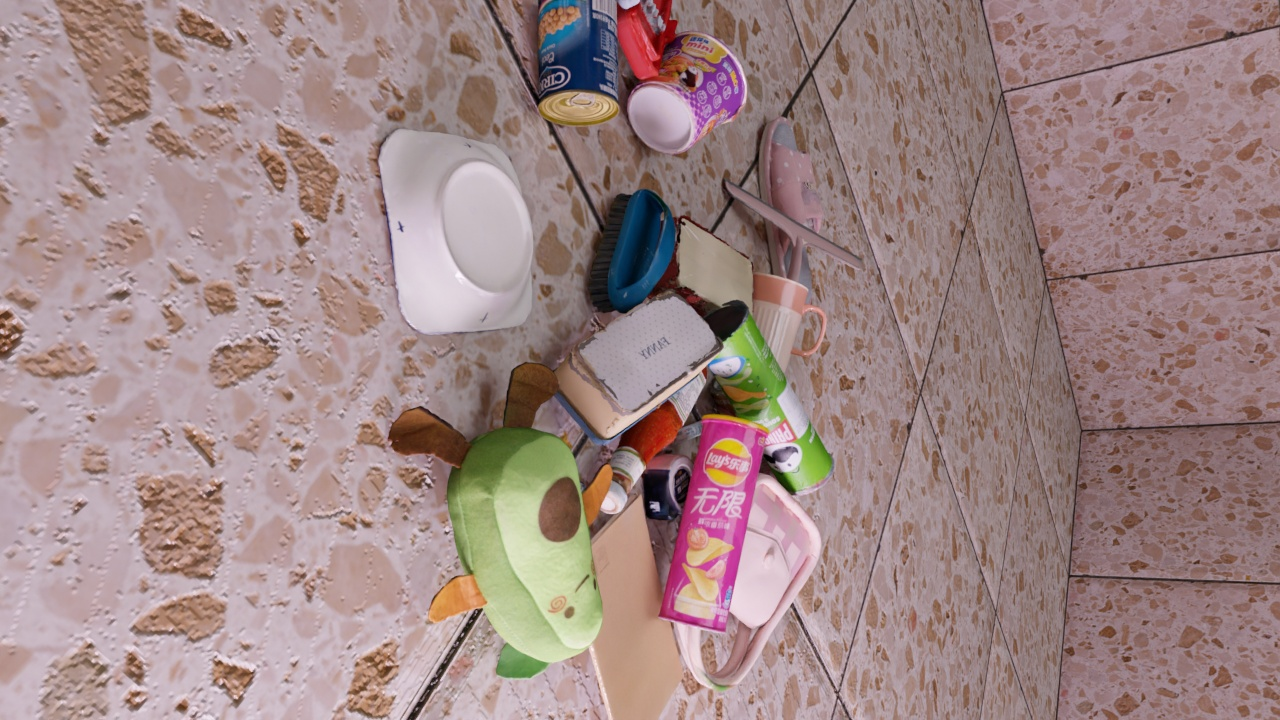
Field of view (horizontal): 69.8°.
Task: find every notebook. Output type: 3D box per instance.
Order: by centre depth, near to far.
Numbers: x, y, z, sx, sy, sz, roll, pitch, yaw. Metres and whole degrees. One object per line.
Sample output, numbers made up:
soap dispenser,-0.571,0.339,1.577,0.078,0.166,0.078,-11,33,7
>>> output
notebook,-0.009,0.254,0.879,0.149,0.012,0.211,-37,117,-61

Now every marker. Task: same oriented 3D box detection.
marker,0.039,0.084,0.996,0.145,0.017,0.017,-14,97,-56

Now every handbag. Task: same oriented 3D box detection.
handbag,0.105,0.249,1.025,0.193,0.094,0.233,48,56,-41

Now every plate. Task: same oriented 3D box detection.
plate,-0.135,-0.105,0.750,0.164,0.034,0.163,-11,94,-57

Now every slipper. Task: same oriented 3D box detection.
slipper,0.215,-0.203,1.271,0.114,0.055,0.274,-4,89,-56

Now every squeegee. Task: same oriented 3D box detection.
squeegee,0.180,-0.072,1.174,0.247,0.040,0.249,24,76,-28

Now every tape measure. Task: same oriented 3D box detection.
tape measure,0.032,0.131,0.963,0.065,0.034,0.066,-5,92,-58

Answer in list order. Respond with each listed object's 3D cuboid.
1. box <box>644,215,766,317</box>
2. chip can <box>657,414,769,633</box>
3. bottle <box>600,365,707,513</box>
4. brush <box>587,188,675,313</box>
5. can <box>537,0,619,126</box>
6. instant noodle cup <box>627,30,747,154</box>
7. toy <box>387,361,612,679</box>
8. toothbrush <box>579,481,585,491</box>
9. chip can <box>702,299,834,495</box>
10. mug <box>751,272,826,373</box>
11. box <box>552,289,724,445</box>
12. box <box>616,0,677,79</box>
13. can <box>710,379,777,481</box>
box,0.068,-0.092,1.014,0.168,0.076,0.091,21,67,-53
chip can,0.074,0.164,0.930,0.071,0.071,0.210,30,70,-50
bottle,0.007,0.067,0.912,0.060,0.060,0.205,63,39,-29
brush,-0.002,-0.111,0.914,0.055,0.074,0.143,47,47,-46
can,-0.058,-0.285,0.856,0.075,0.075,0.111,11,75,-55
instant noodle cup,0.045,-0.282,0.988,0.099,0.112,0.111,-52,127,-37
toy,-0.092,0.132,0.728,0.226,0.090,0.247,-30,106,-45
toothbrush,-0.046,0.202,0.852,0.018,0.016,0.181,-15,97,-50
chip can,0.138,0.045,1.014,0.236,0.072,0.072,57,42,-28
mug,0.163,-0.040,1.101,0.081,0.114,0.106,45,59,-81
box,-0.005,0.005,0.861,0.090,0.061,0.183,50,46,9
box,0.029,-0.392,0.940,0.200,0.098,0.119,-81,150,-45
can,0.133,0.083,1.099,0.057,0.058,0.147,-52,127,-46
